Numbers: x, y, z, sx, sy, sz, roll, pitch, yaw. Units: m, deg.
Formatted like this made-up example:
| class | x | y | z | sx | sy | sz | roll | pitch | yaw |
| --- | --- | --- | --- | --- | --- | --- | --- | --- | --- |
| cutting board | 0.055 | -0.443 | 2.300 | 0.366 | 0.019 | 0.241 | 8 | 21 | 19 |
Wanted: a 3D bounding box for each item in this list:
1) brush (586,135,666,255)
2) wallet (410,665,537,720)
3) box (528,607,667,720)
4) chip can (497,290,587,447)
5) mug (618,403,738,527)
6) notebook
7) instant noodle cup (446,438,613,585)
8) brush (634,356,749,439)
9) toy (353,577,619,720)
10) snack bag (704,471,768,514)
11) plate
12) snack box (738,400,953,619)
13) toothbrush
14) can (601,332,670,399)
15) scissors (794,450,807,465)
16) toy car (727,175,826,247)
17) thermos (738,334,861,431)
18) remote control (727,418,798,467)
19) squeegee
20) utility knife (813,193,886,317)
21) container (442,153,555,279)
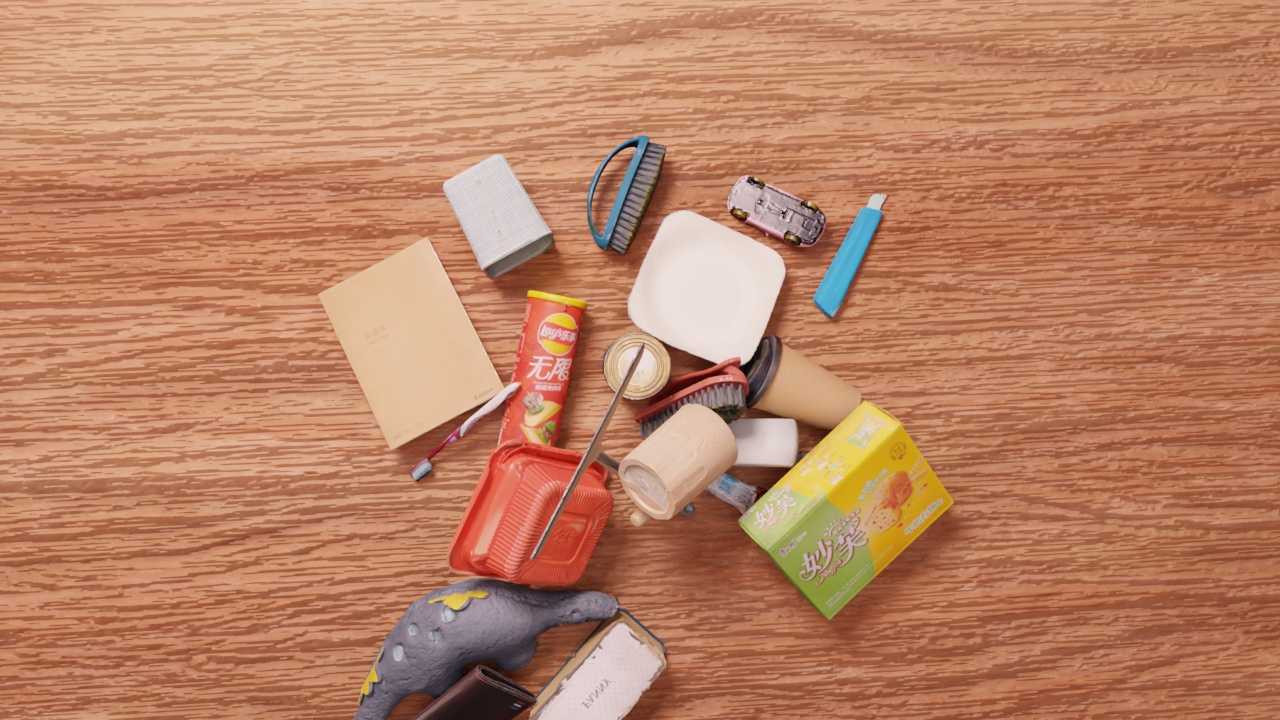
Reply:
| class | x | y | z | sx | sy | sz | roll | pitch | yaw |
| --- | --- | --- | --- | --- | --- | --- | --- | --- | --- |
| brush | -0.023 | -0.199 | 1.084 | 0.073 | 0.055 | 0.144 | 21 | 89 | -3 |
| wallet | -0.196 | 0.408 | 1.064 | 0.122 | 0.020 | 0.096 | -40 | 122 | 14 |
| box | -0.047 | 0.379 | 1.086 | 0.090 | 0.059 | 0.184 | 44 | 86 | -3 |
| chip can | -0.118 | 0.029 | 1.072 | 0.073 | 0.073 | 0.216 | 13 | 90 | -3 |
| mug | 0.035 | 0.119 | 0.989 | 0.084 | 0.125 | 0.103 | 41 | 54 | 18 |
| notebook | -0.269 | -0.021 | 1.075 | 0.149 | 0.012 | 0.211 | -28 | 80 | -1 |
| instant noodle cup | -0.108 | 0.179 | 1.019 | 0.079 | 0.188 | 0.164 | 27 | 96 | 42 |
| brush | 0.063 | 0.046 | 1.055 | 0.063 | 0.146 | 0.069 | 25 | 49 | -38 |
| toy | -0.201 | 0.322 | 1.062 | 0.356 | 0.091 | 0.138 | -24 | 104 | 0 |
| snack bag | 0.104 | 0.153 | 1.106 | 0.105 | 0.026 | 0.045 | 29 | 71 | -2 |
| plate | 0.077 | -0.081 | 1.088 | 0.163 | 0.034 | 0.164 | 25 | 75 | -2 |
| snack box | 0.240 | 0.174 | 1.060 | 0.210 | 0.070 | 0.157 | -43 | 121 | -3 |
| toothbrush | -0.204 | 0.084 | 1.065 | 0.188 | 0.016 | 0.017 | -39 | 77 | 19 |
| can | -0.006 | 0.006 | 1.058 | 0.075 | 0.111 | 0.075 | 0 | 90 | -3 |
| scissors | 0.209 | 0.131 | 1.119 | 0.169 | 0.012 | 0.146 | -19 | 90 | -1 |
| toy car | 0.163 | -0.178 | 1.105 | 0.122 | 0.037 | 0.056 | 27 | 86 | 10 |
| thermos | 0.182 | 0.033 | 1.083 | 0.143 | 0.093 | 0.093 | 25 | 89 | -11 |
| remote control | 0.118 | 0.096 | 1.079 | 0.135 | 0.019 | 0.056 | -1 | 73 | 21 |
| squeegee | -0.006 | 0.130 | 1.029 | 0.039 | 0.246 | 0.246 | 20 | 79 | 37 |
| utility knife | 0.258 | -0.132 | 1.118 | 0.034 | 0.018 | 0.166 | 28 | 87 | -6 |
| container | -0.165 | -0.168 | 1.063 | 0.090 | 0.090 | 0.111 | -28 | 88 | -3 |
